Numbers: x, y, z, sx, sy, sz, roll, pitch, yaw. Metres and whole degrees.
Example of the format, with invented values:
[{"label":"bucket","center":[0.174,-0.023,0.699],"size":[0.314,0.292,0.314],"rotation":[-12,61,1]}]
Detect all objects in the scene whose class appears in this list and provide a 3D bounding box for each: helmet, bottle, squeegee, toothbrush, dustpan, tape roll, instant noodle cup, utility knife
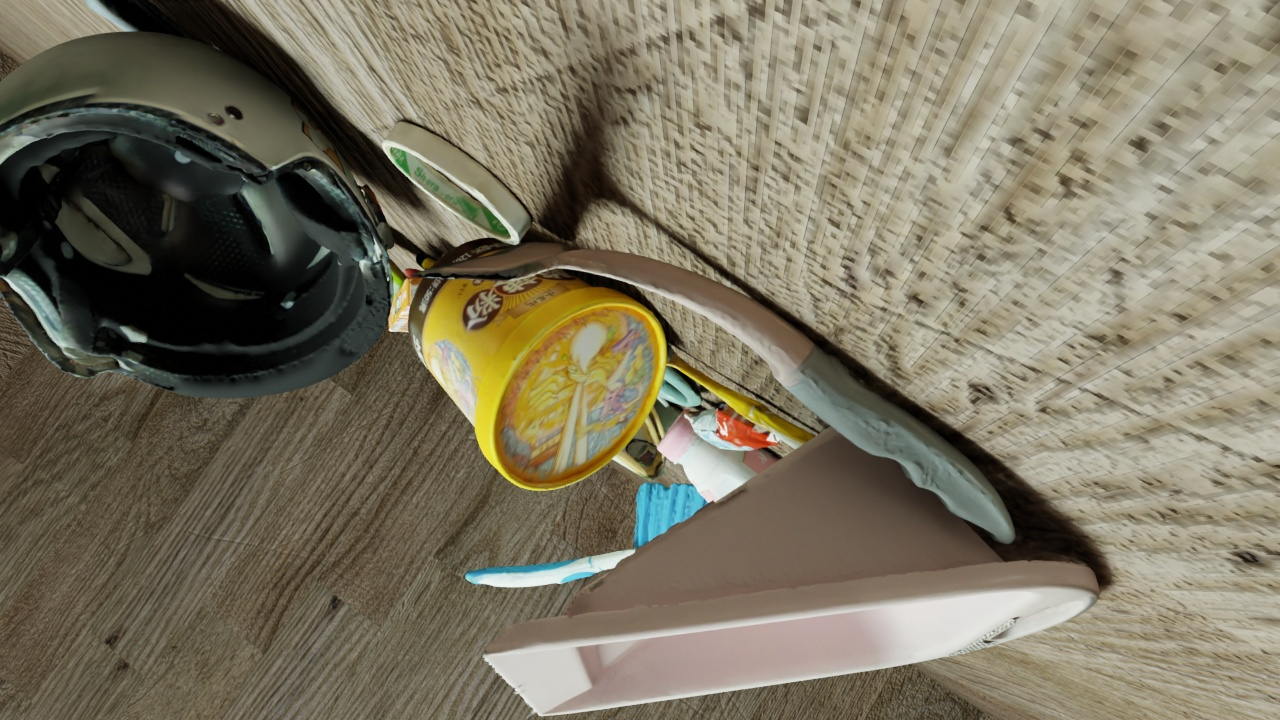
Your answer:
[{"label":"helmet","center":[-0.288,-0.100,0.586],"size":[0.274,0.230,0.156],"rotation":[58,-168,-63]},{"label":"bottle","center":[0.102,0.111,0.700],"size":[0.197,0.068,0.068],"rotation":[38,172,2]},{"label":"squeegee","center":[0.053,0.003,0.370],"size":[0.249,0.040,0.247],"rotation":[29,-173,-6]},{"label":"toothbrush","center":[0.073,0.031,0.531],"size":[0.191,0.016,0.018],"rotation":[32,163,15]},{"label":"dustpan","center":[0.078,0.145,0.458],"size":[0.139,0.273,0.223],"rotation":[52,167,22]},{"label":"tape roll","center":[-0.095,-0.091,0.480],"size":[0.086,0.014,0.086],"rotation":[33,171,5]},{"label":"instant noodle cup","center":[-0.065,-0.006,0.525],"size":[0.114,0.118,0.118],"rotation":[38,176,38]},{"label":"utility knife","center":[-0.136,-0.050,0.847],"size":[0.195,0.015,0.033],"rotation":[31,174,21]}]

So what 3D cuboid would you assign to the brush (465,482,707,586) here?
[{"label":"brush","center":[-0.005,0.158,0.801],"size":[0.315,0.109,0.060],"rotation":[3,166,19]}]

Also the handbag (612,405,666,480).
[{"label":"handbag","center":[-0.045,0.043,0.795],"size":[0.163,0.063,0.179],"rotation":[27,168,36]}]

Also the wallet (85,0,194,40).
[{"label":"wallet","center":[-0.321,-0.214,0.632],"size":[0.121,0.019,0.097],"rotation":[38,172,-34]}]

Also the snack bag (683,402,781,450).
[{"label":"snack bag","center":[0.059,0.046,0.617],"size":[0.048,0.026,0.104],"rotation":[32,172,-4]}]

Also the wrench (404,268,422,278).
[{"label":"wrench","center":[-0.205,-0.071,0.917],"size":[0.056,0.016,0.273],"rotation":[36,177,-8]}]

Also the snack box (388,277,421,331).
[{"label":"snack box","center":[-0.171,-0.045,0.789],"size":[0.075,0.026,0.154],"rotation":[1,174,-20]}]

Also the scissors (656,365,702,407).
[{"label":"scissors","center":[0.017,0.017,0.650],"size":[0.132,0.019,0.185],"rotation":[28,171,36]}]

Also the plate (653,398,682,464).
[{"label":"plate","center":[0.040,0.081,0.884],"size":[0.230,0.027,0.230],"rotation":[33,170,6]}]

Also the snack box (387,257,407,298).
[{"label":"snack box","center":[-0.270,-0.105,0.901],"size":[0.156,0.026,0.086],"rotation":[43,176,33]}]
